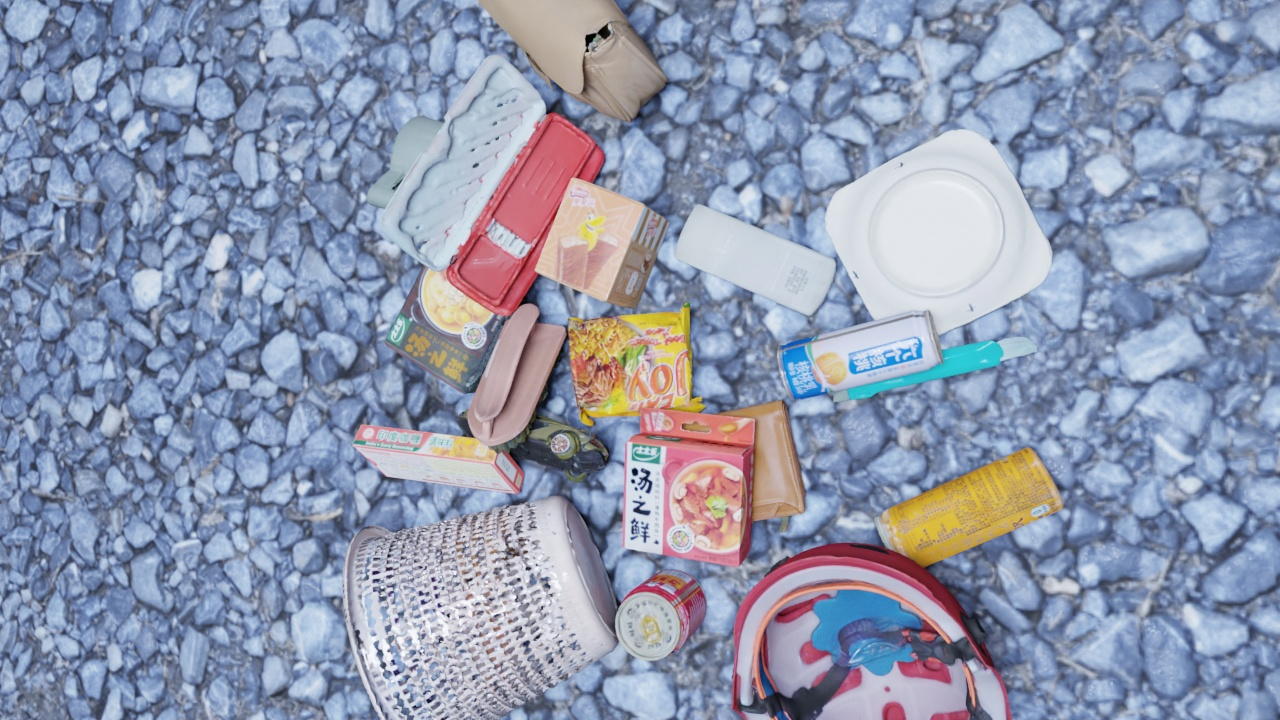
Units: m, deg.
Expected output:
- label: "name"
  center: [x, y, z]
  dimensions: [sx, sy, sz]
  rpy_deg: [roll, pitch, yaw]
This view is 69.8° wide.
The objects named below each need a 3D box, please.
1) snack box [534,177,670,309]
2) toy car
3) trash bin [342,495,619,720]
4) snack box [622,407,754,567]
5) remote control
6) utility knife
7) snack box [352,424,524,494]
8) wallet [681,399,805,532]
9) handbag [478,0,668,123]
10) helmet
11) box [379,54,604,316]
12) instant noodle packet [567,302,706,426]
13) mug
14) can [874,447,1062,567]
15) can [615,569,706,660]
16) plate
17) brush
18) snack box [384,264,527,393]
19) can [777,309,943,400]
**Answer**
- label: "snack box"
  center: [-0.034, -0.109, 0.868]
  dimensions: [0.077, 0.092, 0.094]
  rpy_deg: [24, 96, 16]
- label: "toy car"
  center: [-0.107, 0.077, 0.899]
  dimensions: [0.158, 0.070, 0.042]
  rpy_deg: [14, 63, 15]
- label: "trash bin"
  center: [-0.132, 0.226, 0.843]
  dimensions: [0.192, 0.227, 0.227]
  rpy_deg: [-22, 82, 2]
- label: "snack box"
  center: [0.043, 0.113, 0.832]
  dimensions: [0.113, 0.044, 0.127]
  rpy_deg: [4, 99, 22]
- label: "remote control"
  center: [0.107, -0.094, 0.861]
  dimensions: [0.150, 0.021, 0.058]
  rpy_deg: [26, 96, 16]
- label: "utility knife"
  center: [0.258, 0.007, 0.816]
  dimensions: [0.178, 0.013, 0.029]
  rpy_deg: [-14, 77, 20]
- label: "snack box"
  center: [-0.202, 0.100, 0.922]
  dimensions: [0.156, 0.077, 0.027]
  rpy_deg: [5, 61, 17]
- label: "wallet"
  center: [0.084, 0.108, 0.862]
  dimensions: [0.131, 0.035, 0.119]
  rpy_deg: [-14, 82, 19]
- label: "handbag"
  center: [-0.071, -0.311, 0.855]
  dimensions: [0.100, 0.147, 0.204]
  rpy_deg: [-44, 73, 9]
- label: "helmet"
  center: [0.185, 0.246, 0.761]
  dimensions: [0.207, 0.143, 0.240]
  rpy_deg: [-19, 96, 20]
- label: "box"
  center: [-0.133, -0.160, 0.855]
  dimensions: [0.050, 0.160, 0.200]
  rpy_deg: [8, 65, 56]
- label: "instant noodle packet"
  center: [-0.005, 0.005, 0.884]
  dimensions: [0.128, 0.044, 0.111]
  rpy_deg: [-5, 91, 16]
- label: "mug"
  center: [-0.192, -0.179, 0.909]
  dimensions: [0.103, 0.084, 0.123]
  rpy_deg: [18, 49, 14]
- label: "can"
  center: [0.279, 0.129, 0.786]
  dimensions: [0.146, 0.058, 0.058]
  rpy_deg: [-28, 81, 15]
- label: "can"
  center: [0.019, 0.233, 0.844]
  dimensions: [0.067, 0.093, 0.066]
  rpy_deg: [0, 88, 17]
- label: "plate"
  center: [0.260, -0.110, 0.809]
  dimensions: [0.164, 0.034, 0.163]
  rpy_deg: [-28, 81, 14]
- label: "brush"
  center: [-0.120, 0.018, 0.859]
  dimensions: [0.063, 0.073, 0.145]
  rpy_deg: [9, 51, 13]
- label: "snack box"
  center: [-0.197, -0.045, 0.943]
  dimensions: [0.126, 0.053, 0.113]
  rpy_deg: [30, 97, 10]
- label: "can"
  center: [0.193, -0.005, 0.810]
  dimensions: [0.135, 0.053, 0.053]
  rpy_deg: [-15, 84, 23]
